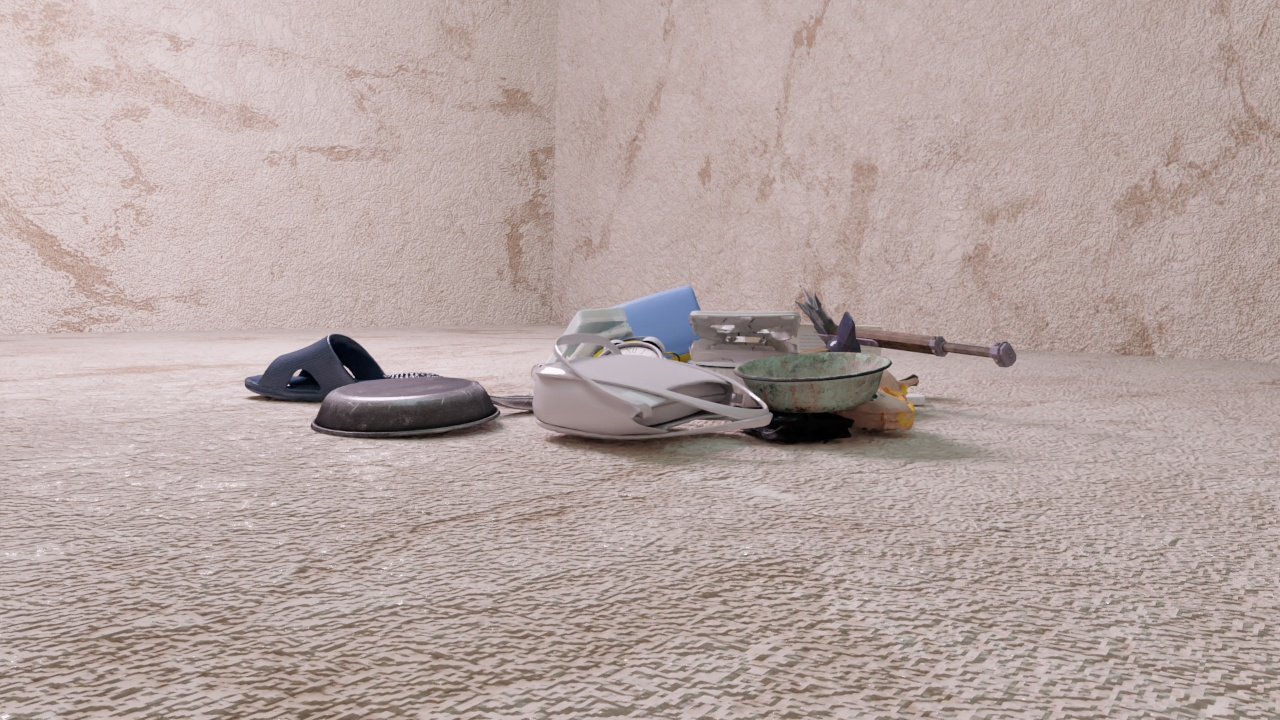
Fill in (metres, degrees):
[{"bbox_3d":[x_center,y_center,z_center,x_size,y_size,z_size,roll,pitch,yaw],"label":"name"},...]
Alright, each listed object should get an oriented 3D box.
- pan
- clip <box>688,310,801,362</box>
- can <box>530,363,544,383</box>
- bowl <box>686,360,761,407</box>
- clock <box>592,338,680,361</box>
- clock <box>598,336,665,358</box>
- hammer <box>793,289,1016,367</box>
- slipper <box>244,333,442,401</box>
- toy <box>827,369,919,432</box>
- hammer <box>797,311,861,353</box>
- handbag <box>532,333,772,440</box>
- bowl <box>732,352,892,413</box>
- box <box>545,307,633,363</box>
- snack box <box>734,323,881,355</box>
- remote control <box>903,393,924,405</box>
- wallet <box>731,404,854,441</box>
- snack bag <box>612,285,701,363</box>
[{"bbox_3d":[-0.182,0.044,1.001,0.188,0.055,0.355,5,10,42],"label":"pan"},{"bbox_3d":[0.120,-0.016,1.067,0.126,0.096,0.152,4,-17,7],"label":"clip"},{"bbox_3d":[-0.124,0.020,1.388,0.080,0.031,0.032,-2,5,-36],"label":"can"},{"bbox_3d":[0.112,0.033,1.085,0.118,0.062,0.118,1,5,0],"label":"bowl"},{"bbox_3d":[-0.007,0.007,1.200,0.119,0.057,0.083,-17,-23,9],"label":"clock"},{"bbox_3d":[-0.012,0.010,1.117,0.095,0.035,0.122,-5,40,13],"label":"clock"},{"bbox_3d":[0.335,-0.020,1.146,0.028,0.147,0.317,-46,25,-16],"label":"hammer"},{"bbox_3d":[-0.357,0.009,1.137,0.264,0.082,0.101,3,2,9],"label":"slipper"},{"bbox_3d":[0.277,0.040,1.062,0.196,0.065,0.264,-2,7,-7],"label":"toy"},{"bbox_3d":[0.128,0.014,1.177,0.321,0.129,0.040,-10,46,-8],"label":"hammer"},{"bbox_3d":[0.029,0.031,0.890,0.223,0.095,0.215,7,9,32],"label":"handbag"},{"bbox_3d":[0.174,0.023,0.931,0.157,0.038,0.157,-5,8,1],"label":"bowl"},{"bbox_3d":[-0.074,-0.016,1.252,0.082,0.066,0.199,-32,-7,-29],"label":"box"},{"bbox_3d":[0.240,-0.002,1.325,0.207,0.104,0.057,1,5,-9],"label":"snack box"},{"bbox_3d":[0.316,0.051,1.250,0.136,0.013,0.043,2,4,10],"label":"remote control"},{"bbox_3d":[0.152,0.063,0.928,0.089,0.026,0.115,0,5,-16],"label":"wallet"},{"bbox_3d":[0.023,-0.021,1.397,0.159,0.102,0.205,-17,-17,1],"label":"snack bag"}]
